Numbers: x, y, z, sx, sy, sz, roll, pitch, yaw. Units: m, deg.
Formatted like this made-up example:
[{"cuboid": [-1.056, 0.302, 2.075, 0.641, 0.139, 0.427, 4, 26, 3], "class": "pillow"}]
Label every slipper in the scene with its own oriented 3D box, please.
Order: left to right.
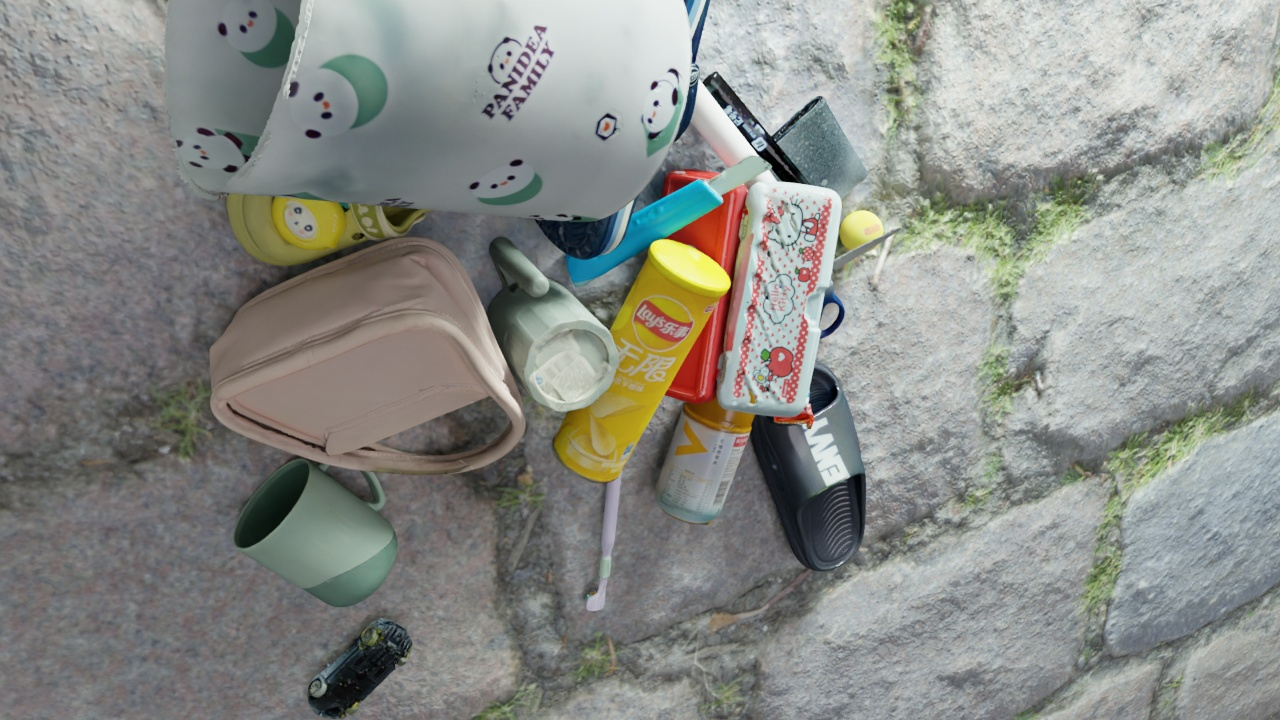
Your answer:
[{"cuboid": [-0.196, -0.126, 0.655, 0.190, 0.081, 0.092, -24, 118, -17], "class": "slipper"}, {"cuboid": [-0.012, -0.203, 0.704, 0.095, 0.105, 0.253, -8, 125, -52], "class": "slipper"}, {"cuboid": [0.192, 0.119, 0.946, 0.110, 0.083, 0.268, -26, 118, -15], "class": "slipper"}]

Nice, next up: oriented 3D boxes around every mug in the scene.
[{"cuboid": [-0.252, 0.132, 0.750, 0.106, 0.082, 0.111, 47, 56, -33], "class": "mug"}, {"cuboid": [-0.079, -0.030, 0.739, 0.083, 0.103, 0.124, -28, 122, -12], "class": "mug"}]

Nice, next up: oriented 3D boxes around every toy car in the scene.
[{"cuboid": [-0.256, 0.280, 0.835, 0.105, 0.031, 0.049, -45, 123, -3], "class": "toy car"}]

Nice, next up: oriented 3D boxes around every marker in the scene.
[{"cuboid": [0.100, -0.192, 0.785, 0.020, 0.022, 0.132, -41, 111, 13], "class": "marker"}]

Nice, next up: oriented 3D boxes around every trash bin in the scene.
[{"cuboid": [-0.121, -0.192, 0.554, 0.251, 0.230, 0.230, 3, 111, -43], "class": "trash bin"}]

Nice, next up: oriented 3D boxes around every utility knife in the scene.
[{"cuboid": [0.019, -0.116, 0.752, 0.192, 0.018, 0.034, -27, 108, 18], "class": "utility knife"}]

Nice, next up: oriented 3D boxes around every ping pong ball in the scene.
[{"cuboid": [0.210, -0.122, 0.873, 0.040, 0.040, 0.040, -10, 116, -22], "class": "ping pong ball"}]

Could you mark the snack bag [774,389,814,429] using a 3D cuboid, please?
[{"cuboid": [0.147, 0.014, 0.879, 0.045, 0.026, 0.105, 2, 85, -14], "class": "snack bag"}]

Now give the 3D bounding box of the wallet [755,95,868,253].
[{"cuboid": [0.143, -0.165, 0.836, 0.121, 0.019, 0.097, -42, 123, 0], "class": "wallet"}]

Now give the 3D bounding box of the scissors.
[{"cuboid": [0.165, -0.074, 0.858, 0.176, 0.012, 0.162, -23, 140, 9], "class": "scissors"}]

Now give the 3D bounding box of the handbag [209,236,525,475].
[{"cuboid": [-0.183, 0.026, 0.706, 0.193, 0.093, 0.234, -20, 139, 14], "class": "handbag"}]

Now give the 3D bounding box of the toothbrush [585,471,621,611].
[{"cuboid": [-0.033, 0.160, 0.897, 0.029, 0.021, 0.189, -26, 129, -59], "class": "toothbrush"}]

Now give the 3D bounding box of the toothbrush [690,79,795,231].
[{"cuboid": [0.099, -0.158, 0.793, 0.027, 0.026, 0.221, -42, 125, 7], "class": "toothbrush"}]

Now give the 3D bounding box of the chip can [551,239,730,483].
[{"cuboid": [-0.005, 0.005, 0.777, 0.072, 0.072, 0.214, 13, 121, -30], "class": "chip can"}]

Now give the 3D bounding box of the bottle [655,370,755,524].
[{"cuboid": [0.071, 0.061, 0.872, 0.068, 0.068, 0.190, 10, 107, -29], "class": "bottle"}]

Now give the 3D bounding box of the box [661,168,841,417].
[{"cuboid": [0.081, -0.056, 0.787, 0.161, 0.060, 0.201, 11, 106, 15], "class": "box"}]

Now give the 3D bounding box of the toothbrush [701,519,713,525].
[{"cuboid": [0.091, 0.087, 0.913, 0.018, 0.016, 0.192, -6, 123, -43], "class": "toothbrush"}]
